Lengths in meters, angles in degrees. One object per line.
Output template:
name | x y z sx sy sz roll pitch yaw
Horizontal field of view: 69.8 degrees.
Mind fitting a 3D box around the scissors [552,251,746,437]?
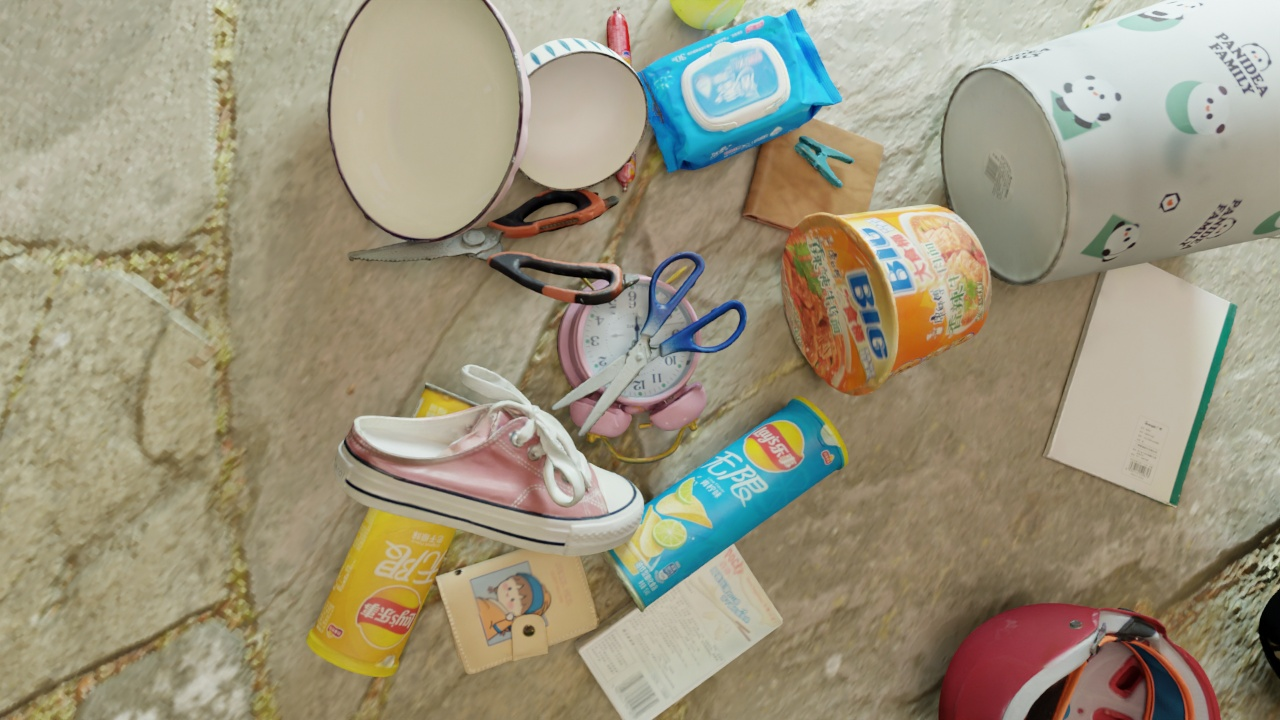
scissors | 0.013 -0.004 0.710 0.144 0.012 0.170 16 85 -10

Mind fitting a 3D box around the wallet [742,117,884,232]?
wallet | 0.153 -0.158 0.801 0.115 0.020 0.101 14 87 -14

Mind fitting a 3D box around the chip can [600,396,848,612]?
chip can | 0.066 0.116 0.750 0.210 0.071 0.071 -34 96 -11

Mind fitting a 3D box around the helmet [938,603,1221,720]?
helmet | 0.354 0.302 0.776 0.239 0.144 0.207 15 86 -26

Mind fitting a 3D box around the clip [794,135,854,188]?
clip | 0.156 -0.173 0.785 0.055 0.013 0.037 28 82 -14

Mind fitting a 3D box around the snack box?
snack box | 0.032 0.226 0.764 0.156 0.027 0.084 -33 95 -11

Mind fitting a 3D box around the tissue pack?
tissue pack | 0.079 -0.223 0.756 0.157 0.052 0.095 -22 87 -1

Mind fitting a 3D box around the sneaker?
sneaker | -0.087 0.071 0.646 0.240 0.118 0.088 18 108 -33

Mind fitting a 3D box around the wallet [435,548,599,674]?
wallet | -0.097 0.197 0.740 0.115 0.024 0.087 -16 87 -13

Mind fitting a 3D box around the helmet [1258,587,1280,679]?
helmet | 0.684 0.256 0.784 0.233 0.274 0.231 36 109 -1

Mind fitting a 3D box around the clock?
clock | -0.004 0.004 0.743 0.117 0.060 0.158 -5 90 -13

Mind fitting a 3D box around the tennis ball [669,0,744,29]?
tennis ball | 0.055 -0.308 0.759 0.065 0.065 0.065 0 89 -12

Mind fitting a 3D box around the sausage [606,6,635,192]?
sausage | -0.015 -0.218 0.766 0.020 0.020 0.156 -3 90 -12

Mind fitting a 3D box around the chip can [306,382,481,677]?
chip can | -0.176 0.126 0.699 0.072 0.072 0.213 24 84 -11

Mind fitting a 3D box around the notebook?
notebook | 0.477 0.017 0.870 0.150 0.012 0.209 21 85 -11

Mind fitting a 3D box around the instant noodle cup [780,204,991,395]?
instant noodle cup | 0.202 -0.057 0.750 0.111 0.151 0.151 -16 92 -20

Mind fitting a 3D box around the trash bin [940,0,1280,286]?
trash bin | 0.409 -0.180 0.760 0.251 0.229 0.229 -16 92 -7

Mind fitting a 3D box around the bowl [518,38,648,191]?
bowl | -0.059 -0.200 0.722 0.116 0.066 0.117 -14 135 -15

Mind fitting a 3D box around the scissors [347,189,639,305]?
scissors | -0.106 -0.092 0.717 0.223 0.015 0.189 -32 62 -26

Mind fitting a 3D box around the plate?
plate | -0.153 -0.184 0.680 0.193 0.039 0.192 5 100 31
